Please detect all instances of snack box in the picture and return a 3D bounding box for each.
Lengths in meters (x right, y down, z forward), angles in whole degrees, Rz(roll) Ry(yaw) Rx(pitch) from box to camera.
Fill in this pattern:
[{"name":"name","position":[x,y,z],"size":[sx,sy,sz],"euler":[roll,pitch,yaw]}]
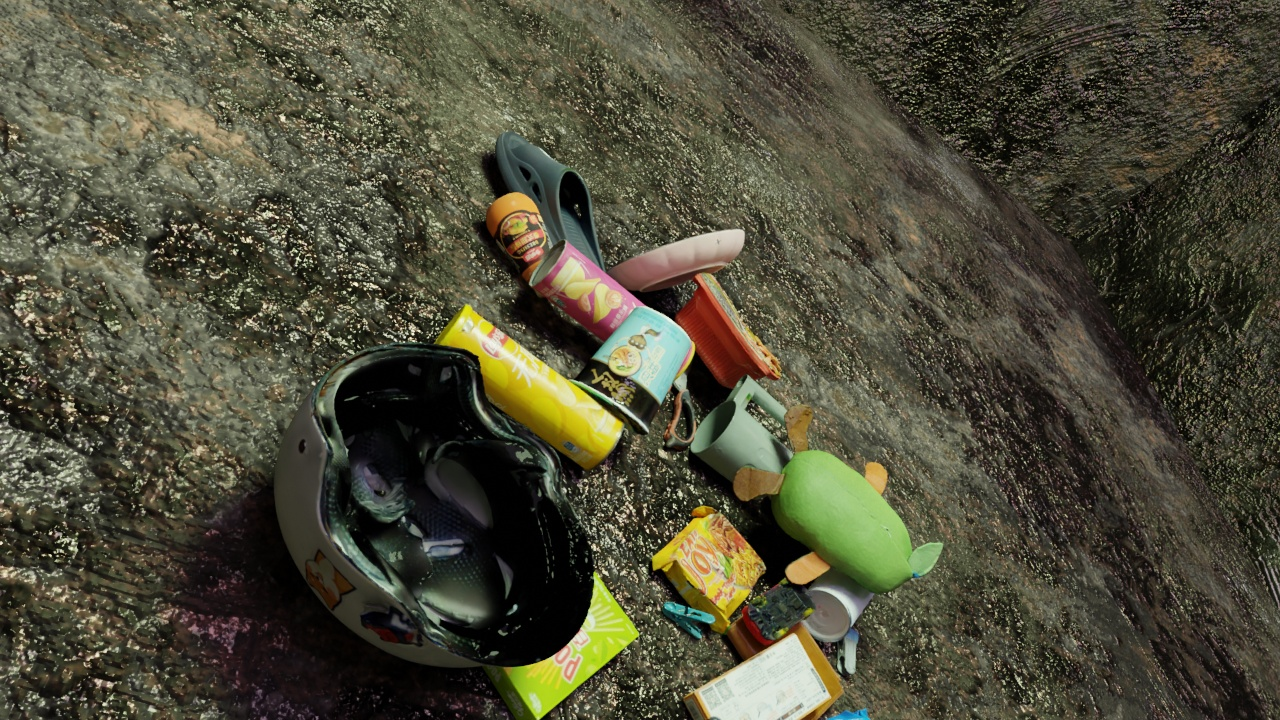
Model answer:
[{"name":"snack box","position":[-0.074,0.254,0.832],"size":[0.086,0.026,0.156],"euler":[53,35,11]},{"name":"snack box","position":[0.121,0.341,0.927],"size":[0.153,0.026,0.075],"euler":[-14,67,-39]}]

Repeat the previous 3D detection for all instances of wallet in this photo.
[{"name":"wallet","position":[0.165,0.326,1.009],"size":[0.118,0.035,0.130],"euler":[-16,68,-51]}]

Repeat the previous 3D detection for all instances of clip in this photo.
[{"name":"clip","position":[0.048,0.267,0.955],"size":[0.054,0.033,0.013],"euler":[28,34,-4]},{"name":"clip","position":[0.245,0.348,1.092],"size":[0.026,0.042,0.058],"euler":[34,38,-20]}]

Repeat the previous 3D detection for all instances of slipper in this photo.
[{"name":"slipper","position":[-0.099,-0.204,1.213],"size":[0.110,0.083,0.268],"euler":[10,49,-61]}]

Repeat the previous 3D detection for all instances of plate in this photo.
[{"name":"plate","position":[0.051,-0.128,1.230],"size":[0.192,0.193,0.039],"euler":[-14,87,-53]}]

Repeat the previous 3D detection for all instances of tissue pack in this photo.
[{"name":"tissue pack","position":[0.195,0.409,0.915],"size":[0.157,0.052,0.095],"euler":[5,77,-44]}]

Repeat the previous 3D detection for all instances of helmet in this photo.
[{"name":"helmet","position":[-0.179,0.130,0.730],"size":[0.274,0.157,0.229],"euler":[54,32,-9]}]

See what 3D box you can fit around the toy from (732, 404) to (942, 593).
[{"name":"toy","position":[0.230,0.181,1.084],"size":[0.246,0.090,0.226],"euler":[45,56,5]}]

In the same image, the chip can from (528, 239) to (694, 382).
[{"name":"chip can","position":[-0.032,-0.055,1.108],"size":[0.210,0.072,0.071],"euler":[38,34,-22]}]

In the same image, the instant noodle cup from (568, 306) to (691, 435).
[{"name":"instant noodle cup","position":[-0.006,0.006,1.039],"size":[0.111,0.111,0.120],"euler":[36,78,-15]}]

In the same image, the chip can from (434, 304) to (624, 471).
[{"name":"chip can","position":[-0.120,0.031,0.972],"size":[0.213,0.072,0.071],"euler":[37,35,-15]}]

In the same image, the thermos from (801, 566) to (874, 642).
[{"name":"thermos","position":[0.268,0.267,1.153],"size":[0.073,0.073,0.223],"euler":[53,34,9]}]

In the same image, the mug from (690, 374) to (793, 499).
[{"name":"mug","position":[0.138,0.097,1.152],"size":[0.103,0.084,0.123],"euler":[40,71,-14]}]

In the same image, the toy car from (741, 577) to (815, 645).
[{"name":"toy car","position":[0.152,0.272,1.001],"size":[0.106,0.031,0.049],"euler":[-16,63,-49]}]

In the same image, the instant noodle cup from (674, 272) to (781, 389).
[{"name":"instant noodle cup","position":[0.116,-0.030,1.250],"size":[0.164,0.079,0.188],"euler":[55,10,12]}]

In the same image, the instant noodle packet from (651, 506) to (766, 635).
[{"name":"instant noodle packet","position":[0.078,0.227,1.011],"size":[0.111,0.044,0.128],"euler":[46,34,6]}]

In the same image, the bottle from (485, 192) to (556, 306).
[{"name":"bottle","position":[-0.135,-0.133,1.139],"size":[0.066,0.067,0.149],"euler":[-20,77,-54]}]

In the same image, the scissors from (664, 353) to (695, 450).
[{"name":"scissors","position":[0.037,0.027,1.196],"size":[0.205,0.015,0.201],"euler":[3,53,-45]}]

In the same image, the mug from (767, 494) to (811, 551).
[{"name":"mug","position":[0.228,0.189,1.190],"size":[0.106,0.082,0.114],"euler":[52,7,10]}]
